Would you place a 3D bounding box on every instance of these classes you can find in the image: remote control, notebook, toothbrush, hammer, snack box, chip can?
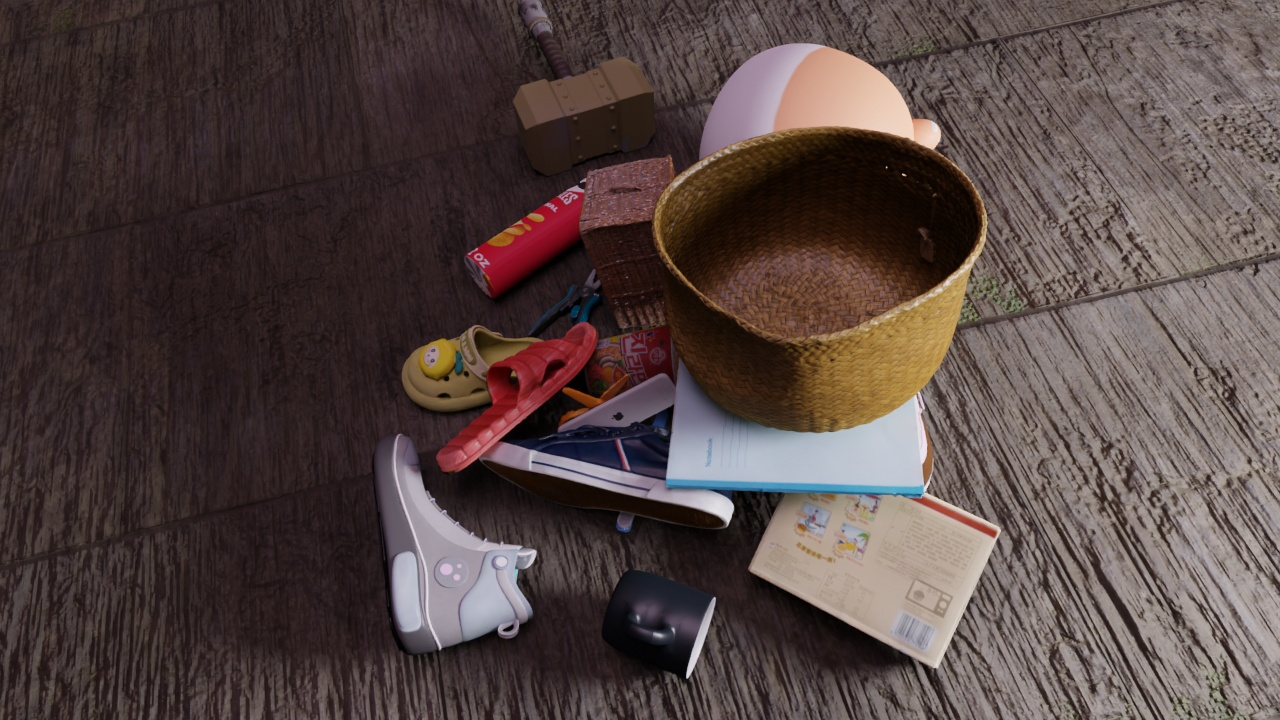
[{"bbox_3d":[-0.025,0.061,1.057,0.147,0.045,0.008,-28,34,13],"label":"remote control"},{"bbox_3d":[0.159,0.062,0.960,0.253,0.009,0.180,0,49,9],"label":"notebook"},{"bbox_3d":[0.004,0.123,1.064,0.016,0.014,0.166,14,58,11],"label":"toothbrush"},{"bbox_3d":[-0.122,-0.445,1.386,0.190,0.101,0.324,-19,58,-9],"label":"hammer"},{"bbox_3d":[0.236,0.195,0.944,0.207,0.055,0.153,25,86,20],"label":"snack box"},{"bbox_3d":[-0.127,-0.170,1.228,0.220,0.069,0.069,-37,63,-19],"label":"chip can"}]

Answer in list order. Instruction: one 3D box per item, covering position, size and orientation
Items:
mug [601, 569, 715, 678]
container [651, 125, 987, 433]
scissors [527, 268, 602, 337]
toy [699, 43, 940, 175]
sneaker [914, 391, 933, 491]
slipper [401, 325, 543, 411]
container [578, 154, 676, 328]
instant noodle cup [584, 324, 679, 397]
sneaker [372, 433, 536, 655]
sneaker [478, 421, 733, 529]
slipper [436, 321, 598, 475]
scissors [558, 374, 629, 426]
[{"bbox_3d":[0.013,0.262,0.912,0.094,0.121,0.085,17,88,15],"label":"mug"},{"bbox_3d":[0.178,-0.079,0.941,0.307,0.197,0.306,-6,51,7],"label":"container"},{"bbox_3d":[-0.089,-0.064,1.187,0.119,0.019,0.151,-8,52,1],"label":"scissors"},{"bbox_3d":[0.215,-0.252,1.149,0.281,0.266,0.262,15,65,29],"label":"toy"},{"bbox_3d":[0.286,0.014,1.057,0.112,0.117,0.293,6,58,7],"label":"sneaker"},{"bbox_3d":[-0.197,0.004,1.114,0.190,0.082,0.091,-7,59,-5],"label":"slipper"},{"bbox_3d":[0.007,-0.143,1.127,0.114,0.199,0.112,-7,52,12],"label":"container"},{"bbox_3d":[-0.006,0.007,1.097,0.112,0.100,0.100,-5,57,8],"label":"instant noodle cup"},{"bbox_3d":[-0.203,0.184,1.000,0.160,0.093,0.256,-8,55,-12],"label":"sneaker"},{"bbox_3d":[-0.033,0.101,1.017,0.295,0.121,0.127,6,64,17],"label":"sneaker"},{"bbox_3d":[-0.144,0.027,1.039,0.248,0.104,0.059,-45,108,-27],"label":"slipper"},{"bbox_3d":[-0.045,0.054,1.067,0.131,0.126,0.011,13,46,-35],"label":"scissors"}]
